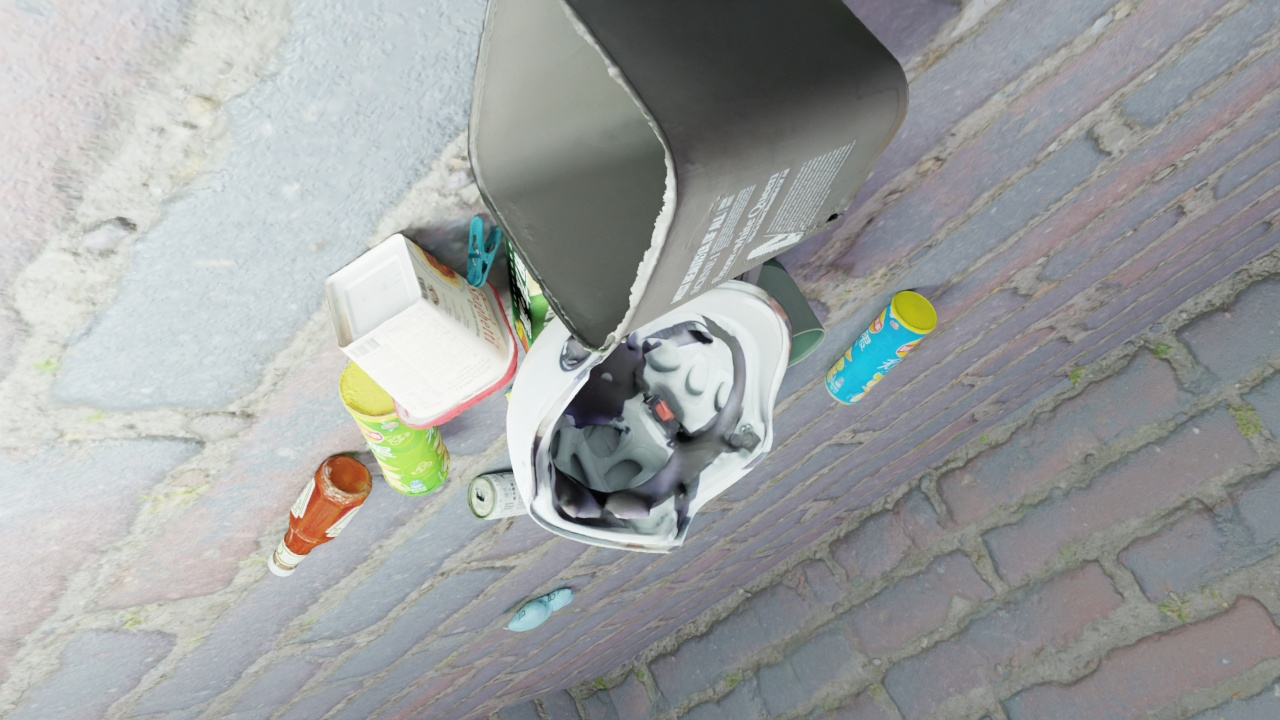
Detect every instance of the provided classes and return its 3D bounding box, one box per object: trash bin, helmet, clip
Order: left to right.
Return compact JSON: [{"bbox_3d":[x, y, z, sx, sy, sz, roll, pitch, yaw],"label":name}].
[{"bbox_3d":[-0.127,-0.085,0.731,0.013,0.055,0.034,7,170,28],"label":"clip"},{"bbox_3d":[-0.006,0.024,0.776,0.228,0.146,0.259,24,102,-41],"label":"helmet"},{"bbox_3d":[0.031,-0.148,0.601,0.219,0.198,0.200,-22,157,-29],"label":"trash bin"}]

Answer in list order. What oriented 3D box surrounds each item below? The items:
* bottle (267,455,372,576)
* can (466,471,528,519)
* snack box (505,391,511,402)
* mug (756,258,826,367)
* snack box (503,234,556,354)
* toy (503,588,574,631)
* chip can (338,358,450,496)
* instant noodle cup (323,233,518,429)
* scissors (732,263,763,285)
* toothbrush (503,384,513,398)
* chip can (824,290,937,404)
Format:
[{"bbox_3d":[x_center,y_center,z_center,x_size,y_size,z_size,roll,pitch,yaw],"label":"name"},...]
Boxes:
[{"bbox_3d":[-0.359,0.177,1.007,0.059,0.059,0.207,-3,147,-45],"label":"bottle"},{"bbox_3d":[-0.157,0.176,1.226,0.146,0.058,0.058,0,144,-48],"label":"can"},{"bbox_3d":[-0.073,0.017,0.930,0.086,0.026,0.156,-21,-175,12],"label":"snack box"},{"bbox_3d":[0.135,-0.054,1.004,0.082,0.106,0.111,-39,155,25],"label":"mug"},{"bbox_3d":[-0.053,-0.081,0.795,0.114,0.063,0.240,-21,156,-14],"label":"snack box"},{"bbox_3d":[-0.209,0.518,1.898,0.156,0.050,0.161,-33,166,-8],"label":"toy"},{"bbox_3d":[-0.234,0.067,0.896,0.072,0.072,0.222,-22,157,-14],"label":"chip can"},{"bbox_3d":[-0.176,-0.026,0.728,0.117,0.116,0.124,-31,146,7],"label":"instant noodle cup"},{"bbox_3d":[0.106,-0.136,0.800,0.197,0.015,0.213,-41,137,-15],"label":"scissors"},{"bbox_3d":[-0.078,0.029,1.063,0.187,0.016,0.017,-4,138,-42],"label":"toothbrush"},{"bbox_3d":[0.355,-0.014,1.374,0.071,0.071,0.211,-14,154,-29],"label":"chip can"}]
